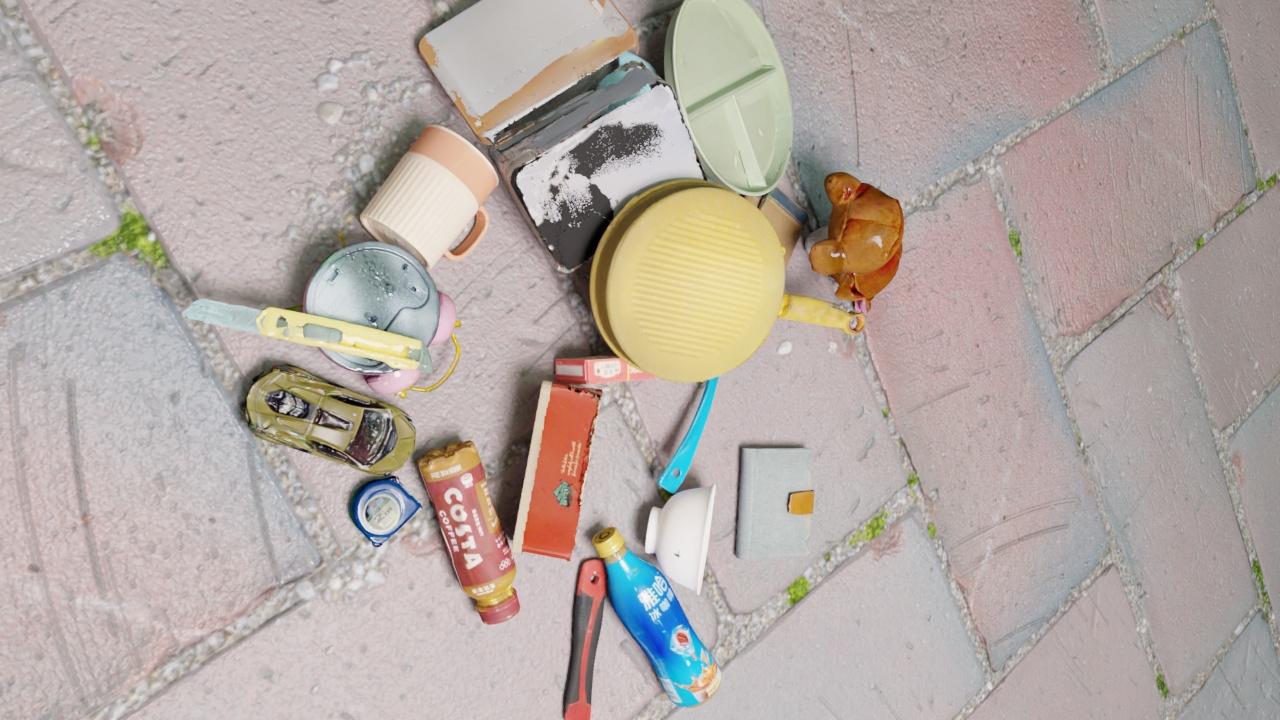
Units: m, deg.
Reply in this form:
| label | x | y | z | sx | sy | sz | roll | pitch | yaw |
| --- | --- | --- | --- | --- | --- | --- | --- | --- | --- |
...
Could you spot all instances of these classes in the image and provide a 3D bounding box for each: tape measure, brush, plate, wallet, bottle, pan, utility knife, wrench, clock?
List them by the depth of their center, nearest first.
| label | x | y | z | sx | sy | sz | roll | pitch | yaw |
| --- | --- | --- | --- | --- | --- | --- | --- | --- | --- |
| utility knife | -0.272 | -0.022 | 0.770 | 0.204 | 0.021 | 0.031 | 12 | 79 | -23 |
| clock | -0.232 | -0.034 | 0.833 | 0.158 | 0.060 | 0.117 | 40 | 71 | -23 |
| tape measure | -0.240 | 0.136 | 0.850 | 0.058 | 0.025 | 0.054 | -46 | 110 | -26 |
| bottle | -0.160 | 0.166 | 0.878 | 0.057 | 0.058 | 0.175 | -22 | 102 | -28 |
| pan | 0.112 | -0.064 | 0.940 | 0.357 | 0.078 | 0.198 | 12 | 102 | -26 |
| wrench | -0.059 | 0.346 | 0.964 | 0.056 | 0.016 | 0.273 | 3 | 90 | -34 |
| bottle | 0.013 | 0.270 | 0.976 | 0.065 | 0.065 | 0.219 | -37 | 108 | -25 |
| plate | 0.098 | -0.291 | 1.002 | 0.229 | 0.028 | 0.230 | 12 | 75 | -49 |
| brush | 0.079 | 0.028 | 1.018 | 0.083 | 0.046 | 0.254 | 36 | 67 | -29 |
| wallet | 0.142 | -0.140 | 1.068 | 0.090 | 0.033 | 0.115 | 30 | 80 | -28 |
| wallet | 0.163 | 0.168 | 1.080 | 0.106 | 0.037 | 0.129 | 3 | 89 | -30 |

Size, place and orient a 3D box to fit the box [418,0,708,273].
| label | x | y | z | sx | sy | sz | roll | pitch | yaw |
| --- | --- | --- | --- | --- | --- | --- | --- | --- | --- |
| box | -0.069 | -0.234 | 0.867 | 0.179 | 0.134 | 0.270 | -32 | 102 | -4 |

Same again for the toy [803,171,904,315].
| label | x | y | z | sx | sy | sz | roll | pitch | yaw |
| --- | --- | --- | --- | --- | --- | --- | --- | --- | --- |
| toy | 0.249 | -0.133 | 1.073 | 0.199 | 0.131 | 0.140 | 19 | 85 | -64 |

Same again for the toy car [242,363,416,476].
| label | x | y | z | sx | sy | sz | roll | pitch | yaw |
| --- | --- | --- | --- | --- | --- | --- | --- | --- | --- |
| toy car | -0.273 | 0.055 | 0.821 | 0.158 | 0.042 | 0.070 | 24 | 79 | -31 |

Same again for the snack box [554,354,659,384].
| label | x | y | z | sx | sy | sz | roll | pitch | yaw |
| --- | --- | --- | --- | --- | --- | --- | --- | --- | --- |
| snack box | -0.006 | 0.006 | 0.956 | 0.152 | 0.075 | 0.025 | -5 | 93 | -30 |

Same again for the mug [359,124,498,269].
| label | x | y | z | sx | sy | sz | roll | pitch | yaw |
| --- | --- | --- | --- | --- | --- | --- | --- | --- | --- |
| mug | -0.188 | -0.140 | 0.852 | 0.105 | 0.082 | 0.114 | -57 | 145 | -16 |

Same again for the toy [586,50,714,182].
| label | x | y | z | sx | sy | sz | roll | pitch | yaw |
| --- | --- | --- | --- | --- | --- | --- | --- | --- | --- |
| toy | 0.013 | -0.248 | 0.976 | 0.156 | 0.050 | 0.161 | -1 | 83 | -36 |

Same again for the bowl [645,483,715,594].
| label | x | y | z | sx | sy | sz | roll | pitch | yaw |
| --- | --- | --- | --- | --- | --- | --- | --- | --- | --- |
| bowl | 0.041 | 0.186 | 0.984 | 0.065 | 0.118 | 0.118 | 8 | 85 | 7 |

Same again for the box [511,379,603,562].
| label | x | y | z | sx | sy | sz | roll | pitch | yaw |
| --- | --- | --- | --- | --- | --- | --- | --- | --- | --- |
| box | -0.074 | 0.108 | 0.901 | 0.076 | 0.091 | 0.168 | 11 | 85 | -4 |
